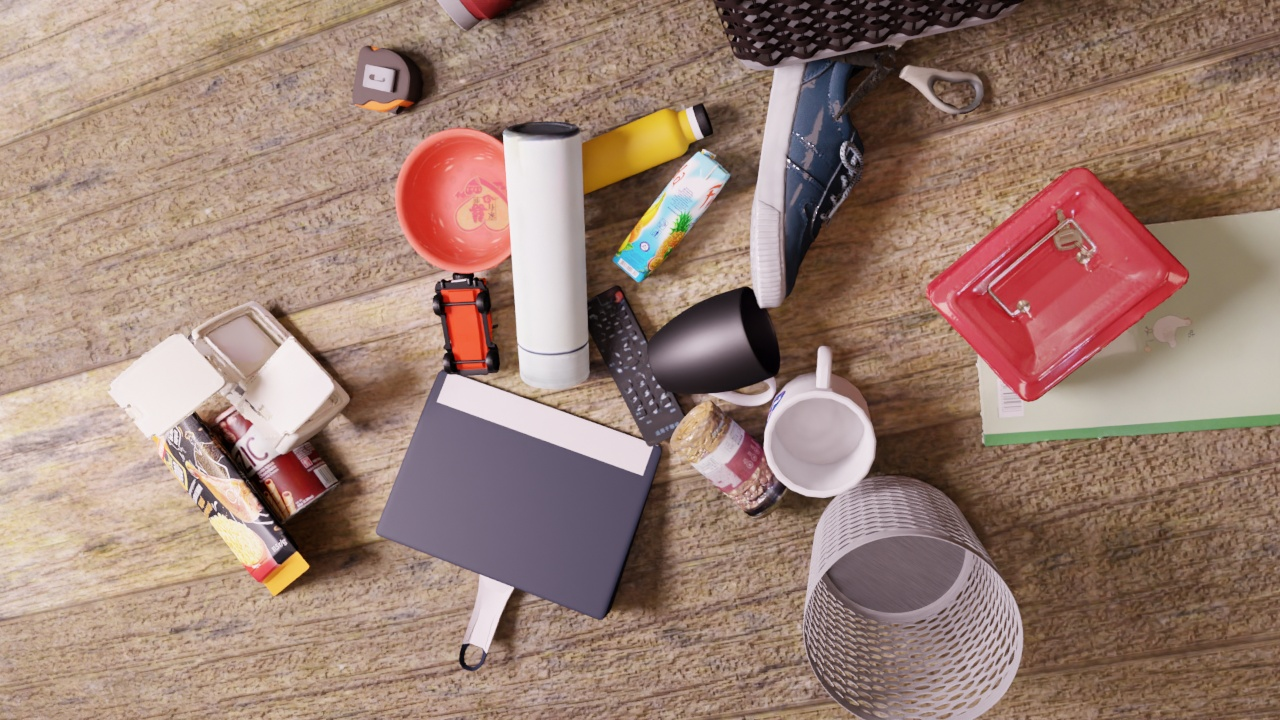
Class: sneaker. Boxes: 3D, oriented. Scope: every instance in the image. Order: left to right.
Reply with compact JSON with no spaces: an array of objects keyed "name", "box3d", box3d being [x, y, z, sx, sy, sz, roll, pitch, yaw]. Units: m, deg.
[{"name":"sneaker","box3d":[0.143,-0.158,0.772,0.087,0.089,0.235,8,97,5]}]

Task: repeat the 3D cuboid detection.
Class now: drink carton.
[{"name":"drink carton","box3d":[0.029,-0.129,0.819,0.038,0.044,0.129,41,106,2]}]

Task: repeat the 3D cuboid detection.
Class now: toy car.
[{"name":"toy car","box3d":[-0.163,-0.034,0.869,0.051,0.048,0.100,-3,114,5]}]

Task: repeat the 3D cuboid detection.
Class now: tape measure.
[{"name":"tape measure","box3d":[-0.236,-0.258,0.850,0.059,0.038,0.058,17,103,8]}]

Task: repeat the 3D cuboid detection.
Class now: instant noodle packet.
[{"name":"instant noodle packet","box3d":[-0.421,0.138,0.928,0.221,0.032,0.160,53,141,-1]}]

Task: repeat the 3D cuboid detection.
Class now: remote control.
[{"name":"remote control","box3d":[-0.005,0.005,0.861,0.047,0.022,0.150,-26,92,15]}]

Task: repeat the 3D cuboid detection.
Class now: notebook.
[{"name":"notebook","box3d":[0.416,-0.023,0.778,0.253,0.010,0.182,-6,99,13]}]

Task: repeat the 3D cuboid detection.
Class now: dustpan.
[{"name":"dustpan","box3d":[-0.131,0.179,0.908,0.236,0.080,0.273,19,82,7]}]

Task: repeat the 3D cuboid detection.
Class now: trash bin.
[{"name":"trash bin","box3d":[0.217,0.188,0.765,0.156,0.183,0.156,2,100,11]}]

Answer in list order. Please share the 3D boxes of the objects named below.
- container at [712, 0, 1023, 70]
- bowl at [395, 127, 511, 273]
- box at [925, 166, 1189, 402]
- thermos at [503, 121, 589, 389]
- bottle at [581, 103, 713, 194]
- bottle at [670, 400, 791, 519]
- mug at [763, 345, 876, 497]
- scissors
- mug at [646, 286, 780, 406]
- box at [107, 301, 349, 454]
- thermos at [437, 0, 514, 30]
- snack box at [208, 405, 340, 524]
[{"name":"container","box3d":[0.143,-0.373,0.614,0.246,0.243,0.247,-9,74,12]},{"name":"bowl","box3d":[-0.158,-0.148,0.850,0.130,0.045,0.130,2,100,11]},{"name":"box","box3d":[0.329,-0.061,0.742,0.158,0.087,0.129,-42,90,19]},{"name":"thermos","box3d":[-0.080,-0.089,0.808,0.068,0.067,0.230,5,117,10]},{"name":"bottle","box3d":[-0.007,-0.188,0.815,0.144,0.043,0.043,-19,96,14]},{"name":"bottle","box3d":[0.083,0.090,0.829,0.105,0.056,0.056,42,105,-12]},{"name":"mug","box3d":[0.157,0.048,0.800,0.091,0.090,0.121,5,101,10]},{"name":"scissors","box3d":[0.215,-0.246,0.746,0.157,0.013,0.171,27,80,-15]},{"name":"mug","box3d":[0.070,0.001,0.822,0.100,0.084,0.119,-19,126,25]},{"name":"box","box3d":[-0.350,0.011,0.832,0.143,0.186,0.105,46,120,-5]},{"name":"thermos","box3d":[-0.097,-0.375,0.769,0.199,0.108,0.084,-31,56,12]},{"name":"snack box","box3d":[-0.366,0.096,0.922,0.072,0.072,0.121,-34,92,15]}]
